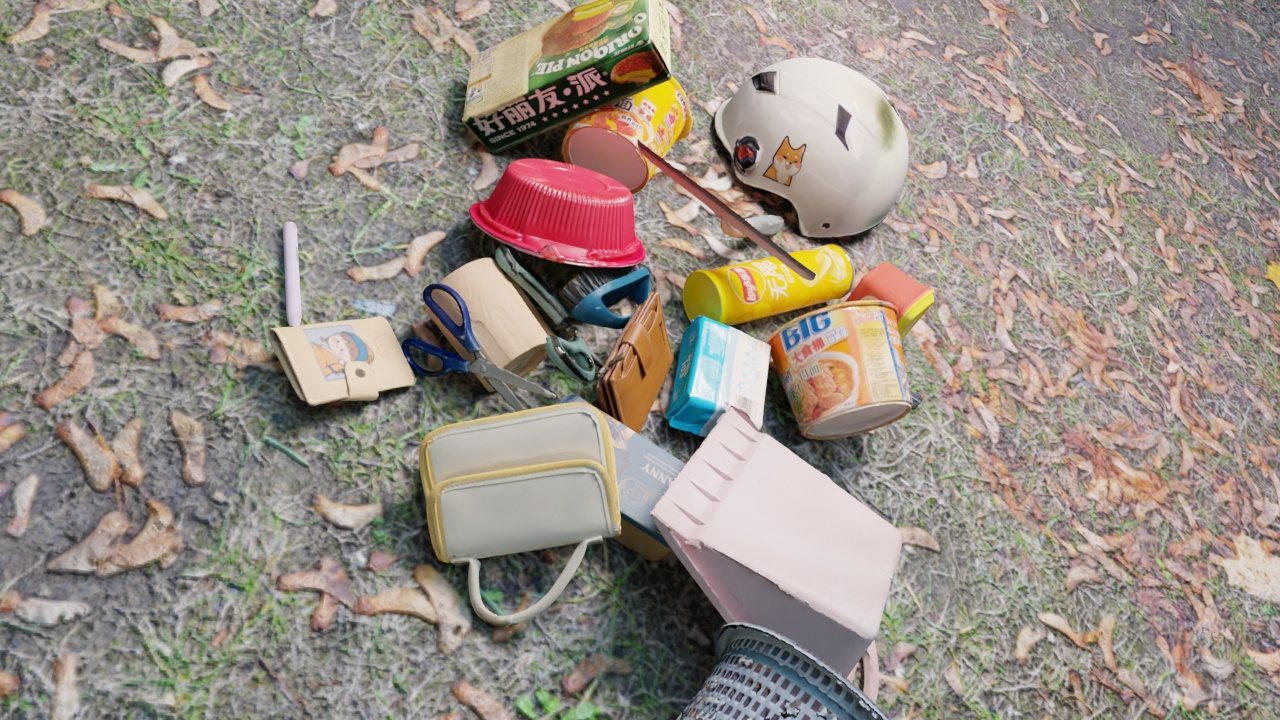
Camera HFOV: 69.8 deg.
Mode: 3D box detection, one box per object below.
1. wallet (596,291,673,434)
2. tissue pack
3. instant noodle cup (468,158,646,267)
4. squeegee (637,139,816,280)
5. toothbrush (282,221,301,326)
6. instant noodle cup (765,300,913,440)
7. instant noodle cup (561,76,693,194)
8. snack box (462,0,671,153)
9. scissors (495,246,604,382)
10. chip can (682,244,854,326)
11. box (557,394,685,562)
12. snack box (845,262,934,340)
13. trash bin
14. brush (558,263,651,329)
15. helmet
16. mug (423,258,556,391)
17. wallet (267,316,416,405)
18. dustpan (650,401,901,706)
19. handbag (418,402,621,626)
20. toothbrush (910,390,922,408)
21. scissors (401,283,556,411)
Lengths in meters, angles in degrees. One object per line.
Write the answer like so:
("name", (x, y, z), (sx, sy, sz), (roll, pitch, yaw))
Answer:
("wallet", (-0.005, 0.005, 0.919), (0.035, 0.119, 0.130), (11, 49, 19))
("tissue pack", (0.081, 0.024, 0.972), (0.090, 0.063, 0.139), (22, 54, -14))
("instant noodle cup", (-0.079, -0.162, 0.966), (0.194, 0.066, 0.193), (13, 22, -6))
("squeegee", (0.127, -0.162, 1.085), (0.247, 0.040, 0.249), (40, 19, 15))
("toothbrush", (-0.324, -0.056, 0.863), (0.021, 0.029, 0.189), (-20, 62, 7))
("instant noodle cup", (0.222, 0.016, 0.998), (0.151, 0.152, 0.111), (-1, 68, -26))
("instant noodle cup", (-0.023, -0.270, 1.080), (0.138, 0.138, 0.109), (27, 59, -7))
("snack box", (-0.084, -0.331, 1.033), (0.063, 0.240, 0.114), (46, 34, -48))
("scissors", (-0.089, -0.046, 0.898), (0.180, 0.019, 0.170), (51, 11, -1))
("chip can", (0.154, -0.087, 1.075), (0.212, 0.072, 0.072), (-14, 66, -32))
("box", (-0.021, 0.115, 0.868), (0.184, 0.059, 0.089), (30, 52, -3))
("snack box", (0.299, -0.067, 1.122), (0.080, 0.091, 0.081), (45, 51, 17))
("trash bin", (0.082, 0.345, 0.682), (0.194, 0.227, 0.226), (-39, 80, -25))
("brush", (-0.028, -0.069, 0.969), (0.073, 0.055, 0.143), (51, 29, 3))
("helmet", (0.242, -0.303, 1.207), (0.229, 0.157, 0.274), (-30, 75, -37))
("mug", (-0.137, -0.036, 0.908), (0.103, 0.084, 0.124), (53, 26, 10))
("wallet", (-0.268, 0.001, 0.835), (0.115, 0.024, 0.087), (-10, 61, -50))
("dustpan", (0.126, 0.201, 0.840), (0.273, 0.139, 0.221), (33, 32, 11))
("handbag", (-0.098, 0.132, 0.780), (0.163, 0.063, 0.178), (-9, 81, 0))
("toothbrush", (0.256, 0.007, 1.096), (0.187, 0.017, 0.016), (30, 50, -5))
("scissors", (-0.158, 0.004, 0.850), (0.012, 0.157, 0.165), (-25, 93, -61))
